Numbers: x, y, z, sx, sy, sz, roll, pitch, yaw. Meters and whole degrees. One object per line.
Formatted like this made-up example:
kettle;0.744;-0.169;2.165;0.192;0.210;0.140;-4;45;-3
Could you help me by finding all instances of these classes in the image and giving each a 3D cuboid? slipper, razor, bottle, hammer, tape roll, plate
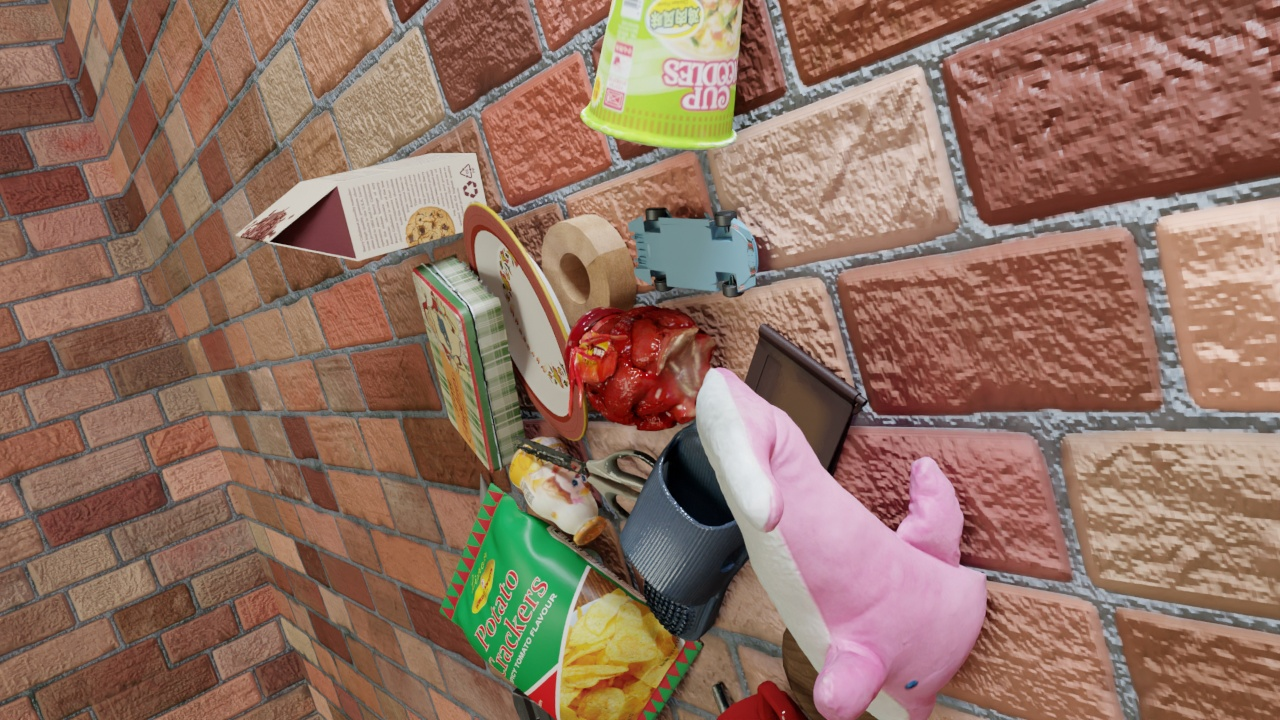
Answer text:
slipper;0.024;0.152;0.728;0.101;0.082;0.264;47;146;30
razor;0.087;0.336;0.807;0.106;0.042;0.026;67;150;18
bottle;-0.004;0.004;0.674;0.111;0.098;0.099;21;125;48
hammer;-0.141;0.290;1.089;0.156;0.043;0.322;-10;98;56
bottle;-0.077;0.126;0.880;0.108;0.063;0.063;48;142;25
tape roll;-0.043;-0.071;0.752;0.094;0.027;0.094;31;132;42
plate;-0.099;-0.035;0.825;0.229;0.021;0.230;51;156;32

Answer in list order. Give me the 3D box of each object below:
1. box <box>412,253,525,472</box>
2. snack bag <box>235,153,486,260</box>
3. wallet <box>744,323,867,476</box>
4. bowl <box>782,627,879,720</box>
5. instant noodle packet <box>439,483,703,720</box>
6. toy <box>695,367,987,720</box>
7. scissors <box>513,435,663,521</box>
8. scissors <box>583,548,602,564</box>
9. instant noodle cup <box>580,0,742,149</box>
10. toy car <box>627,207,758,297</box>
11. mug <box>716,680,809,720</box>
box;-0.169;0.005;0.920;0.117;0.050;0.206;45;149;44
snack bag;-0.258;-0.138;0.851;0.094;0.205;0.070;15;120;50
wallet;0.102;0.045;0.630;0.091;0.018;0.116;41;136;35
bowl;0.142;0.235;0.668;0.118;0.030;0.118;31;132;42
instant noodle packet;-0.080;0.264;0.908;0.253;0.090;0.196;34;122;15
toy;0.128;0.108;0.535;0.265;0.128;0.186;55;-169;-22
scissors;-0.045;0.090;0.823;0.169;0.012;0.133;43;132;9
scissors;-0.062;0.255;0.982;0.171;0.021;0.173;49;147;21
instant noodle cup;0.019;-0.191;0.547;0.099;0.098;0.108;35;127;39
toy car;0.042;-0.077;0.633;0.108;0.027;0.060;10;117;41
mug;0.107;0.301;0.684;0.096;0.080;0.116;-138;38;-59
